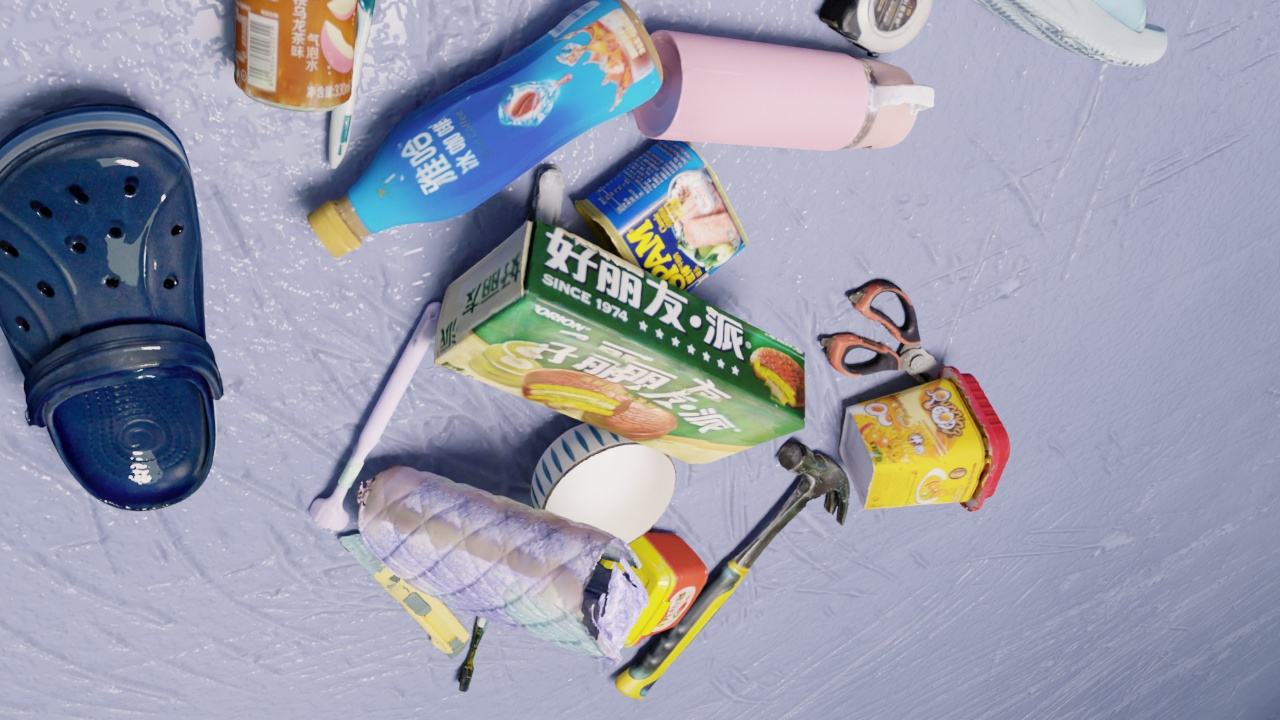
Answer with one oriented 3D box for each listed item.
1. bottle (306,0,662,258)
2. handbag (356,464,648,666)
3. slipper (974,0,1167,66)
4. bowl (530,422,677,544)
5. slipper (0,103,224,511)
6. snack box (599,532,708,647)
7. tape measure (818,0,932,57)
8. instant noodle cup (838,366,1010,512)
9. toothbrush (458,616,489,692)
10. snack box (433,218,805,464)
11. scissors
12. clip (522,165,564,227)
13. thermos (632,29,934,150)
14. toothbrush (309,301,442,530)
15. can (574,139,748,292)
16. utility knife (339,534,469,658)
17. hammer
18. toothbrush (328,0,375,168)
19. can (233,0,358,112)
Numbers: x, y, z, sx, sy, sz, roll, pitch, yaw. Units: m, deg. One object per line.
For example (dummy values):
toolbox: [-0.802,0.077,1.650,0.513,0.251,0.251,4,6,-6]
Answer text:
bottle: [-0.091,-0.129,0.533,0.218,0.065,0.065,-34,133,-5]
handbag: [-0.095,0.143,0.655,0.075,0.194,0.134,-65,154,-27]
slipper: [0.267,-0.272,0.620,0.245,0.104,0.074,15,112,-31]
bowl: [-0.036,0.092,0.730,0.116,0.066,0.117,-16,130,-20]
slipper: [-0.285,-0.007,0.493,0.105,0.095,0.253,-10,131,-28]
snack box: [0.008,0.202,0.835,0.080,0.082,0.091,6,121,-49]
tape measure: [0.163,-0.243,0.621,0.066,0.033,0.066,18,114,-36]
instant noodle cup: [0.261,0.081,0.865,0.123,0.116,0.116,-10,139,-5]
toothbrush: [-0.135,0.221,0.801,0.012,0.017,0.186,14,117,-12]
snack box: [-0.008,-0.002,0.624,0.240,0.063,0.115,25,146,-32]
scissors: [0.240,0.002,0.863,0.197,0.015,0.206,-21,131,-17]
clip: [-0.062,-0.100,0.604,0.026,0.041,0.058,0,118,-28]
thermos: [0.099,-0.173,0.601,0.198,0.087,0.067,-2,99,-27]
toothbrush: [-0.180,0.040,0.638,0.029,0.021,0.189,29,106,-8]
can: [0.017,-0.093,0.631,0.083,0.057,0.102,-39,134,-3]
utility knife: [-0.189,0.194,0.755,0.031,0.021,0.198,-35,129,-11]
hammer: [0.091,0.222,0.926,0.126,0.032,0.324,29,105,-40]
toothbrush: [-0.149,-0.192,0.487,0.018,0.016,0.192,9,118,-24]
can: [-0.164,-0.199,0.442,0.057,0.058,0.147,-3,124,-29]
